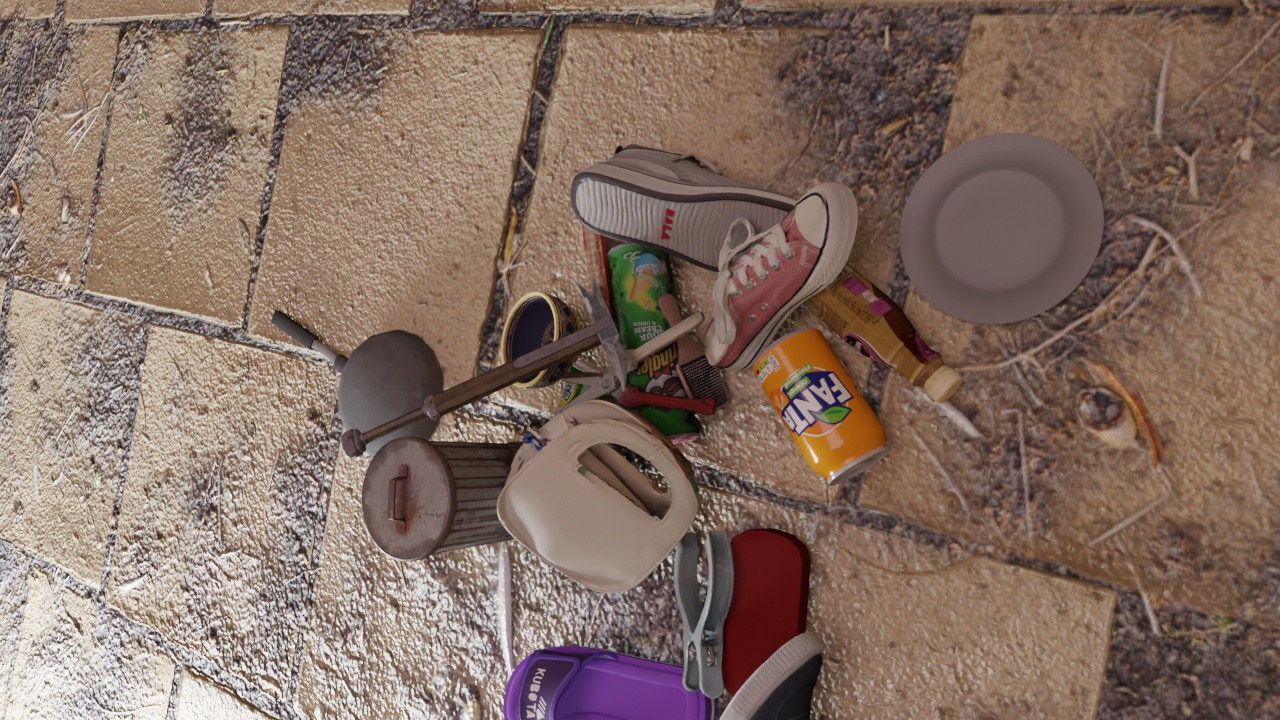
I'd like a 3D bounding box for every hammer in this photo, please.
[{"bbox_3d":[-0.167,0.031,0.958,0.317,0.028,0.147,-24,55,2],"label":"hammer"}]

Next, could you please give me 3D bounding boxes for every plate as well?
[{"bbox_3d":[0.332,-0.122,0.853,0.179,0.012,0.178,-3,84,31],"label":"plate"}]

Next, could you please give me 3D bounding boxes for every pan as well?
[{"bbox_3d":[-0.412,0.009,1.276,0.357,0.041,0.179,29,101,30],"label":"pan"}]

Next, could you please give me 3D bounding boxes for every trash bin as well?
[{"bbox_3d":[-0.204,0.152,1.039,0.131,0.210,0.130,-3,84,31],"label":"trash bin"}]

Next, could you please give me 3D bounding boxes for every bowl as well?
[{"bbox_3d":[-0.107,-0.020,1.077,0.113,0.061,0.112,-15,70,47],"label":"bowl"}]

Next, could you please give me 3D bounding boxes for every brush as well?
[{"bbox_3d":[0.128,0.257,0.928,0.082,0.041,0.173,3,88,31],"label":"brush"},{"bbox_3d":[0.055,-0.009,0.971,0.015,0.049,0.135,-24,90,56],"label":"brush"}]

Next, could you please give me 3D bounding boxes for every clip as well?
[{"bbox_3d":[0.074,0.248,0.915,0.142,0.029,0.171,134,136,-61],"label":"clip"}]

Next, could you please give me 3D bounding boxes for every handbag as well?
[{"bbox_3d":[-0.036,0.130,0.965,0.200,0.092,0.200,39,120,-13],"label":"handbag"}]

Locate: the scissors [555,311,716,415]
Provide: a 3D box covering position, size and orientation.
[{"bbox_3d":[0.001,0.015,0.955,0.193,0.015,0.179,36,104,28],"label":"scissors"}]

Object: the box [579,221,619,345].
[{"bbox_3d":[-0.047,-0.110,1.053,0.043,0.083,0.187,-9,79,11],"label":"box"}]

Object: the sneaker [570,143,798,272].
[{"bbox_3d":[0.066,-0.172,0.978,0.263,0.128,0.097,14,132,11],"label":"sneaker"}]

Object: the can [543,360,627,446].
[{"bbox_3d":[-0.064,0.066,1.045,0.067,0.067,0.121,25,99,30],"label":"can"}]

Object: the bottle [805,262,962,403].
[{"bbox_3d":[0.233,-0.025,0.877,0.166,0.059,0.060,46,108,26],"label":"bottle"}]

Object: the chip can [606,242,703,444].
[{"bbox_3d":[0.014,-0.019,1.003,0.076,0.075,0.223,-14,78,30],"label":"chip can"}]

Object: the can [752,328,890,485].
[{"bbox_3d":[0.175,0.044,0.895,0.079,0.079,0.142,-38,68,23],"label":"can"}]

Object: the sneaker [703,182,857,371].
[{"bbox_3d":[0.115,-0.080,0.891,0.242,0.087,0.118,-56,36,40],"label":"sneaker"}]

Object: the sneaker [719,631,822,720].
[{"bbox_3d":[0.119,0.364,0.849,0.087,0.089,0.236,34,109,32],"label":"sneaker"}]

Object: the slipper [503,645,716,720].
[{"bbox_3d":[-0.056,0.368,0.996,0.267,0.084,0.107,-7,72,30],"label":"slipper"}]
